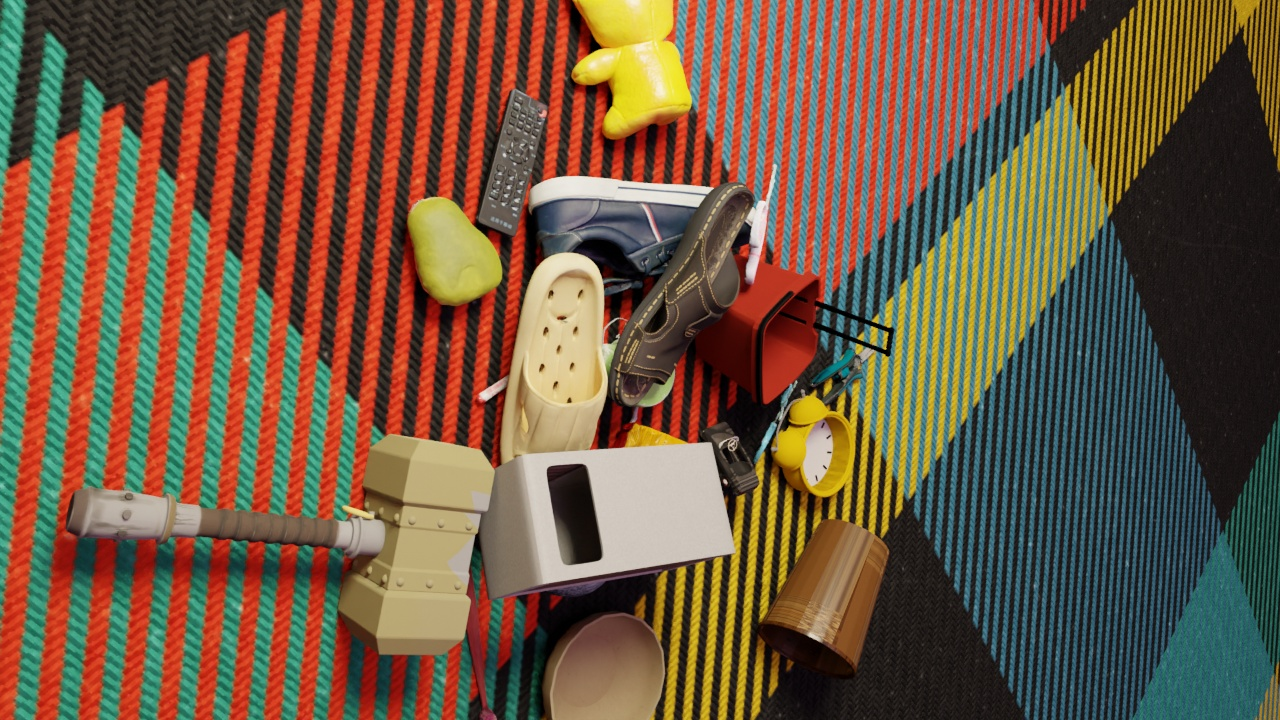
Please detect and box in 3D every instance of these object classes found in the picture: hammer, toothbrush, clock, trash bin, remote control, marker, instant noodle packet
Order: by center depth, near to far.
[{"bbox_3d":[-0.305,0.147,0.790,0.324,0.101,0.190,14,83,-36],"label":"hammer"},{"bbox_3d":[-0.036,0.157,0.913,0.228,0.115,0.114,0,71,-37],"label":"trash bin"},{"bbox_3d":[-0.168,0.298,0.948,0.016,0.016,0.190,-12,98,-35],"label":"toothbrush"},{"bbox_3d":[-0.136,-0.205,0.956,0.047,0.022,0.150,21,77,-35],"label":"remote control"},{"bbox_3d":[-0.118,0.006,0.980,0.141,0.013,0.013,-36,112,-30],"label":"marker"},{"bbox_3d":[-0.006,0.006,1.044,0.094,0.043,0.119,-43,115,-29],"label":"clock"},{"bbox_3d":[0.017,0.134,1.067,0.135,0.040,0.098,25,80,-35],"label":"instant noodle packet"},{"bbox_3d":[0.228,0.114,1.217,0.152,0.052,0.113,44,66,-34],"label":"clock"}]

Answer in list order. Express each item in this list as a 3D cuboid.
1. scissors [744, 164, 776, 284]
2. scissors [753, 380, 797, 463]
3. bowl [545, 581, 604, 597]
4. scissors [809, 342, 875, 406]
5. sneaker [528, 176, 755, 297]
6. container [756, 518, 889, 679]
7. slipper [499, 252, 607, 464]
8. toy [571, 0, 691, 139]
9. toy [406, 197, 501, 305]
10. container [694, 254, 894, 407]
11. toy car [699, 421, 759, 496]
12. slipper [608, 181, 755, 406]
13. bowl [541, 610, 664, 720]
[{"bbox_3d":[0.139,-0.174,1.023,0.103,0.016,0.178,85,20,-56],"label":"scissors"},{"bbox_3d":[0.176,0.067,1.162,0.015,0.135,0.133,29,38,2],"label":"scissors"},{"bbox_3d":[-0.063,0.204,0.997,0.114,0.061,0.114,0,90,-37],"label":"bowl"},{"bbox_3d":[0.282,0.012,1.272,0.142,0.019,0.127,18,80,-38],"label":"scissors"},{"bbox_3d":[0.015,-0.122,1.019,0.294,0.121,0.127,-2,80,-34],"label":"sneaker"},{"bbox_3d":[0.246,0.304,1.194,0.132,0.132,0.166,47,59,-28],"label":"container"},{"bbox_3d":[-0.074,0.023,0.937,0.111,0.079,0.262,-5,110,-37],"label":"slipper"},{"bbox_3d":[-0.008,-0.347,1.007,0.134,0.088,0.194,-17,102,-31],"label":"toy"},{"bbox_3d":[-0.185,-0.110,0.902,0.089,0.051,0.110,-31,106,-35],"label":"toy"},{"bbox_3d":[0.168,-0.026,1.055,0.126,0.201,0.148,-41,144,-29],"label":"container"},{"bbox_3d":[0.111,0.118,1.121,0.040,0.037,0.092,-17,69,-34],"label":"toy car"},{"bbox_3d":[0.055,-0.062,0.968,0.268,0.076,0.113,-60,153,3],"label":"slipper"},{"bbox_3d":[-0.048,0.350,1.018,0.152,0.051,0.152,-1,92,-37],"label":"bowl"}]
